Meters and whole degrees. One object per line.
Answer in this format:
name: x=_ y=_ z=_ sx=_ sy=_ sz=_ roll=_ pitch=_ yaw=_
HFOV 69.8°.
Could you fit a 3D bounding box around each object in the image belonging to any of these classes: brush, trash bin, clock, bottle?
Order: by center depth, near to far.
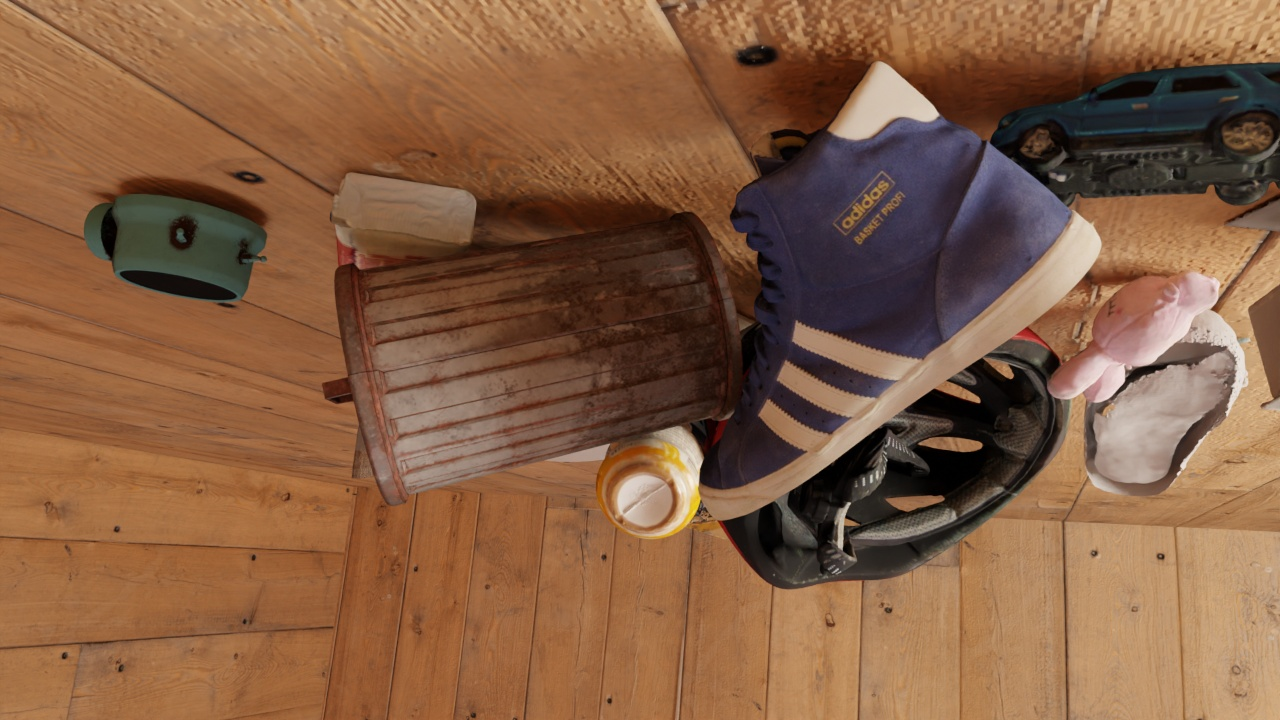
trash bin: x=-0.064 y=-0.004 z=0.508 sx=0.211 sy=0.130 sz=0.131 roll=-12 pitch=170 yaw=-11
bottle: x=0.010 y=0.065 z=0.577 sx=0.063 sy=0.063 sz=0.108 roll=3 pitch=-162 yaw=8
clock: x=-0.297 y=-0.071 z=0.585 sx=0.124 sy=0.053 sz=0.090 roll=-2 pitch=166 yaw=37
brush: x=-0.240 y=0.033 z=0.821 sx=0.008 sy=0.143 sz=0.045 roll=5 pitch=176 yaw=1

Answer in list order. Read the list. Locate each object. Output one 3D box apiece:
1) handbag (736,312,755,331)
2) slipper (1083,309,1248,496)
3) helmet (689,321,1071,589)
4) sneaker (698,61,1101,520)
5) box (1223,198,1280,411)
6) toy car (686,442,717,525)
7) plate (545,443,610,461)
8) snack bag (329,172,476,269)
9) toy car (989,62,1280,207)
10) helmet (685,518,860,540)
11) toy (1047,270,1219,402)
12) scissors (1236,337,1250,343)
handbag: x=-0.004 y=0.004 z=0.719 sx=0.142 sy=0.096 sz=0.198 roll=-8 pitch=163 yaw=40
slipper: x=0.399 y=0.032 z=0.709 sx=0.112 sy=0.074 sz=0.247 roll=-7 pitch=150 yaw=15
helmet: x=0.166 y=0.047 z=0.634 sx=0.271 sy=0.218 sz=0.167 roll=-2 pitch=-145 yaw=-20
sneaker: x=0.063 y=-0.024 z=0.412 sx=0.118 sy=0.091 sz=0.234 roll=44 pitch=133 yaw=-4
box: x=0.404 y=-0.178 z=0.430 sx=0.169 sy=0.403 sz=0.172 roll=6 pitch=167 yaw=-3
toy car: x=0.055 y=0.082 z=0.733 sx=0.047 sy=0.047 sz=0.112 roll=-3 pitch=131 yaw=-25
plate: x=-0.037 y=0.045 z=0.653 sx=0.134 sy=0.011 sz=0.135 roll=-5 pitch=155 yaw=-2
snack bag: x=-0.161 y=-0.063 z=0.607 sx=0.077 sy=0.041 sz=0.226 roll=7 pitch=166 yaw=-16
toy car: x=0.201 y=-0.087 z=0.361 sx=0.120 sy=0.043 sz=0.056 roll=1 pitch=167 yaw=29
helmet: x=0.124 y=0.092 z=0.976 sx=0.255 sy=0.131 sz=0.206 roll=9 pitch=137 yaw=6
toy: x=0.307 y=-0.016 z=0.577 sx=0.063 sy=0.047 sz=0.110 roll=0 pitch=132 yaw=-45
scissors: x=0.423 y=-0.001 z=0.744 sx=0.136 sy=0.015 sz=0.135 roll=-13 pitch=153 yaw=43
